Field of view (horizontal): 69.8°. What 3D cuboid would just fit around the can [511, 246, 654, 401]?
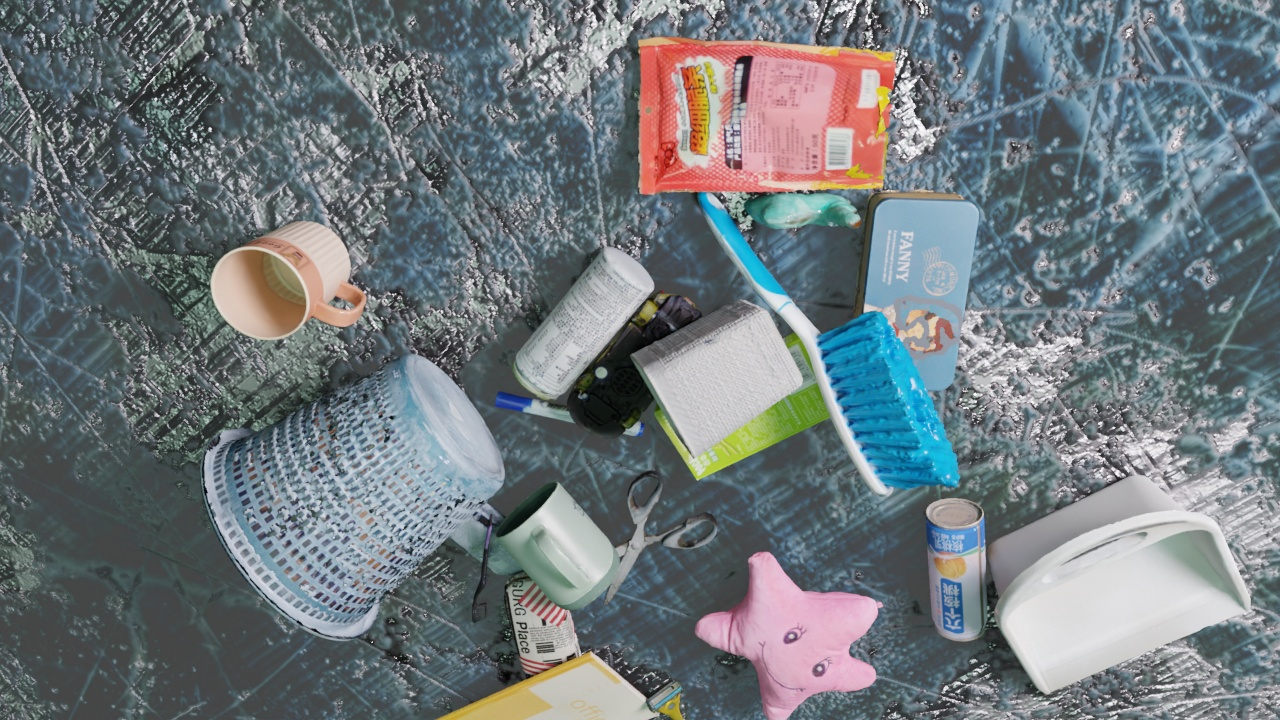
[{"bbox_3d":[-0.053,-0.032,0.833,0.058,0.058,0.147,38,110,-10],"label":"can"}]

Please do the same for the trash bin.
[{"bbox_3d":[-0.241,0.107,0.839,0.195,0.226,0.226,-34,106,4],"label":"trash bin"}]

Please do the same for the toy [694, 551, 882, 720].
[{"bbox_3d":[0.158,0.273,0.929,0.179,0.074,0.194,-32,105,16],"label":"toy"}]

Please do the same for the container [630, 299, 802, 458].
[{"bbox_3d":[0.066,0.010,0.787,0.114,0.090,0.090,-30,104,-3],"label":"container"}]

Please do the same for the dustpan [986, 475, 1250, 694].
[{"bbox_3d":[0.441,0.225,0.849,0.223,0.142,0.258,-31,105,16],"label":"dustpan"}]

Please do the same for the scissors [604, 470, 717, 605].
[{"bbox_3d":[-0.002,0.185,0.941,0.178,0.014,0.159,-6,112,9],"label":"scissors"}]

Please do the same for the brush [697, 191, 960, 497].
[{"bbox_3d":[0.156,-0.022,0.775,0.110,0.060,0.314,-23,94,39],"label":"brush"}]

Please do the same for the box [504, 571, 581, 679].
[{"bbox_3d":[-0.102,0.289,0.979,0.070,0.055,0.164,2,118,19],"label":"box"}]

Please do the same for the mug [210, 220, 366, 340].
[{"bbox_3d":[-0.300,-0.068,0.815,0.114,0.105,0.082,24,112,-5],"label":"mug"}]

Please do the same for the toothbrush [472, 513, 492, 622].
[{"bbox_3d":[-0.159,0.216,0.939,0.016,0.014,0.189,6,132,-11],"label":"toothbrush"}]

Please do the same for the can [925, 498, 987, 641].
[{"bbox_3d":[0.310,0.206,0.898,0.053,0.053,0.135,-7,111,8],"label":"can"}]

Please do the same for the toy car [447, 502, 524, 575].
[{"bbox_3d":[-0.162,0.178,0.942,0.120,0.036,0.054,40,110,-14],"label":"toy car"}]

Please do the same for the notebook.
[{"bbox_3d":[-0.102,0.393,1.013,0.206,0.010,0.146,-27,126,15],"label":"notebook"}]

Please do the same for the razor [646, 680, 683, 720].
[{"bbox_3d":[0.054,0.418,1.022,0.043,0.028,0.132,-34,105,-16],"label":"razor"}]

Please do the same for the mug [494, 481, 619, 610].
[{"bbox_3d":[-0.076,0.186,0.891,0.082,0.112,0.106,-39,99,-5],"label":"mug"}]

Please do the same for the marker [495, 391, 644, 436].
[{"bbox_3d":[-0.068,0.052,0.891,0.146,0.016,0.017,12,113,0],"label":"marker"}]

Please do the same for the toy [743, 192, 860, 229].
[{"bbox_3d":[0.142,-0.125,0.771,0.092,0.096,0.030,-6,112,-12],"label":"toy"}]

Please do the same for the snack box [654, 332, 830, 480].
[{"bbox_3d":[0.100,0.045,0.867,0.156,0.026,0.086,-28,107,15],"label":"snack box"}]

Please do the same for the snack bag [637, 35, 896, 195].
[{"bbox_3d":[0.099,-0.198,0.752,0.208,0.073,0.129,3,108,10],"label":"snack bag"}]

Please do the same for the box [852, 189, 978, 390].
[{"bbox_3d":[0.233,-0.066,0.792,0.090,0.060,0.184,1,114,5],"label":"box"}]

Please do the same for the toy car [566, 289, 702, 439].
[{"bbox_3d":[-0.005,0.005,0.851,0.070,0.042,0.158,40,104,-12],"label":"toy car"}]
